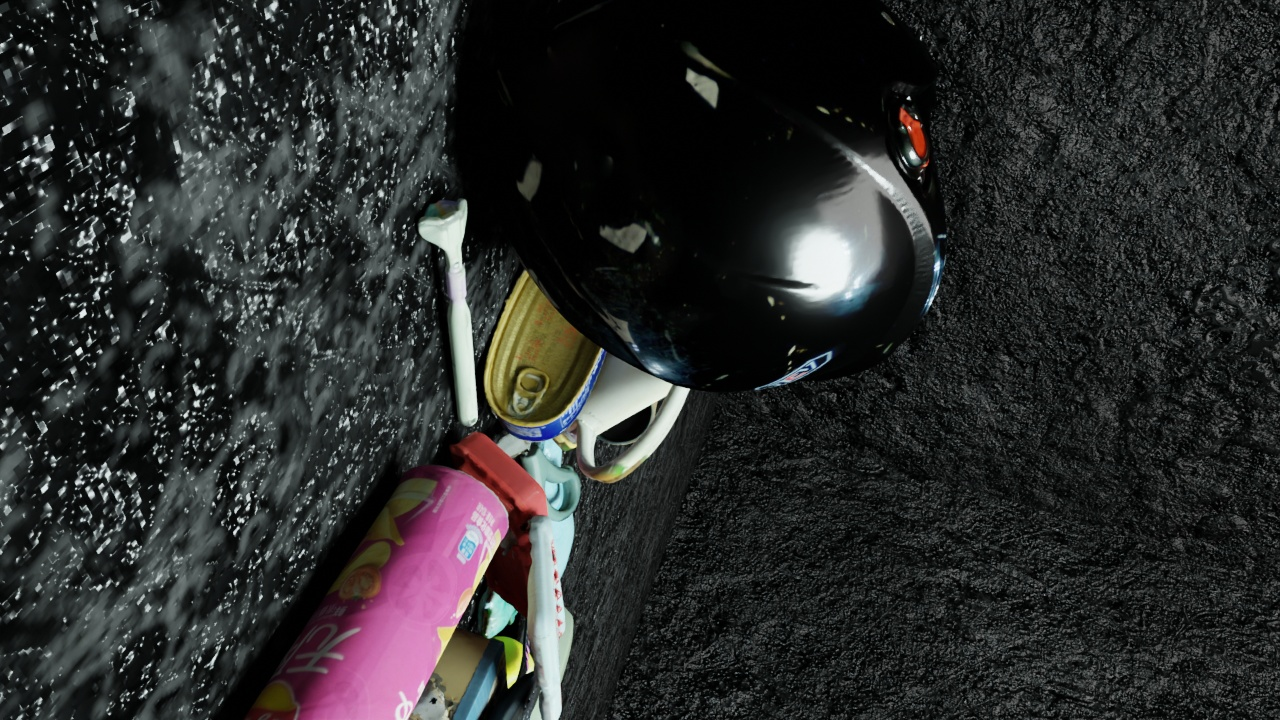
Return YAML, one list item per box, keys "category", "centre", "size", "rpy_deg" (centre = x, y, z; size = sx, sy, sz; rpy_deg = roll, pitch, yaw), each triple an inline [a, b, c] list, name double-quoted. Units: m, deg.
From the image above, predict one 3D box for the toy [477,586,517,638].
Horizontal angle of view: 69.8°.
- category: "toy"
  centre: [-0.123, 0.211, 0.822]
  size: [0.091, 0.030, 0.096]
  rpy_deg: [-50, 149, -75]

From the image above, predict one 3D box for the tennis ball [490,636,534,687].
- category: "tennis ball"
  centre: [-0.126, 0.277, 0.810]
  size: [0.065, 0.065, 0.065]
  rpy_deg: [18, 89, -82]

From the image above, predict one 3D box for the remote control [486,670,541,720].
- category: "remote control"
  centre: [-0.103, 0.273, 0.668]
  size: [0.136, 0.024, 0.053]
  rpy_deg: [-47, 154, -69]

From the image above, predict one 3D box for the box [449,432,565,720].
- category: "box"
  centre: [-0.080, 0.152, 0.634]
  size: [0.063, 0.160, 0.201]
  rpy_deg: [-21, 148, -17]

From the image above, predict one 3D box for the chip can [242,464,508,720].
- category: "chip can"
  centre: [-0.138, 0.149, 0.458]
  size: [0.209, 0.071, 0.072]
  rpy_deg: [-65, 168, -46]

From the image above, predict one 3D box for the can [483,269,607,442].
- category: "can"
  centre: [-0.060, -0.016, 0.645]
  size: [0.049, 0.074, 0.148]
  rpy_deg: [94, 15, -70]

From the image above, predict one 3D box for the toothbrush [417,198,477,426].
- category: "toothbrush"
  centre: [-0.106, -0.018, 0.532]
  size: [0.029, 0.020, 0.190]
  rpy_deg: [-33, 152, -27]

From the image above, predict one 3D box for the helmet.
- category: "helmet"
  centre: [0.039, -0.096, 0.520]
  size: [0.234, 0.274, 0.229]
  rpy_deg: [-33, 177, 42]

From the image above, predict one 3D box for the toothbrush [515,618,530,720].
- category: "toothbrush"
  centre: [-0.097, 0.248, 0.796]
  size: [0.188, 0.018, 0.014]
  rpy_deg: [-91, 180, -59]

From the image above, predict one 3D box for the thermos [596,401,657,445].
- category: "thermos"
  centre: [-0.020, 0.024, 0.843]
  size: [0.143, 0.093, 0.093]
  rpy_deg: [-92, -165, -72]

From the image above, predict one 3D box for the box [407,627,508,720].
- category: "box"
  centre: [-0.144, 0.276, 0.702]
  size: [0.185, 0.063, 0.089]
  rpy_deg: [93, 16, -51]

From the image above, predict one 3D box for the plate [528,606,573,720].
- category: "plate"
  centre: [-0.120, 0.349, 0.910]
  size: [0.230, 0.027, 0.230]
  rpy_deg: [-158, -87, -85]

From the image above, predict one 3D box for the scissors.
- category: "scissors"
  centre: [-0.079, 0.076, 0.737]
  size: [0.176, 0.019, 0.172]
  rpy_deg: [-43, 127, -71]

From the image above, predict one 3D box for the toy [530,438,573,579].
- category: "toy"
  centre: [-0.087, 0.139, 0.837]
  size: [0.156, 0.050, 0.161]
  rpy_deg: [81, 13, -61]

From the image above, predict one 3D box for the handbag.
- category: "handbag"
  centre: [-0.004, 0.004, 0.678]
  size: [0.063, 0.164, 0.178]
  rpy_deg: [46, 23, -32]
